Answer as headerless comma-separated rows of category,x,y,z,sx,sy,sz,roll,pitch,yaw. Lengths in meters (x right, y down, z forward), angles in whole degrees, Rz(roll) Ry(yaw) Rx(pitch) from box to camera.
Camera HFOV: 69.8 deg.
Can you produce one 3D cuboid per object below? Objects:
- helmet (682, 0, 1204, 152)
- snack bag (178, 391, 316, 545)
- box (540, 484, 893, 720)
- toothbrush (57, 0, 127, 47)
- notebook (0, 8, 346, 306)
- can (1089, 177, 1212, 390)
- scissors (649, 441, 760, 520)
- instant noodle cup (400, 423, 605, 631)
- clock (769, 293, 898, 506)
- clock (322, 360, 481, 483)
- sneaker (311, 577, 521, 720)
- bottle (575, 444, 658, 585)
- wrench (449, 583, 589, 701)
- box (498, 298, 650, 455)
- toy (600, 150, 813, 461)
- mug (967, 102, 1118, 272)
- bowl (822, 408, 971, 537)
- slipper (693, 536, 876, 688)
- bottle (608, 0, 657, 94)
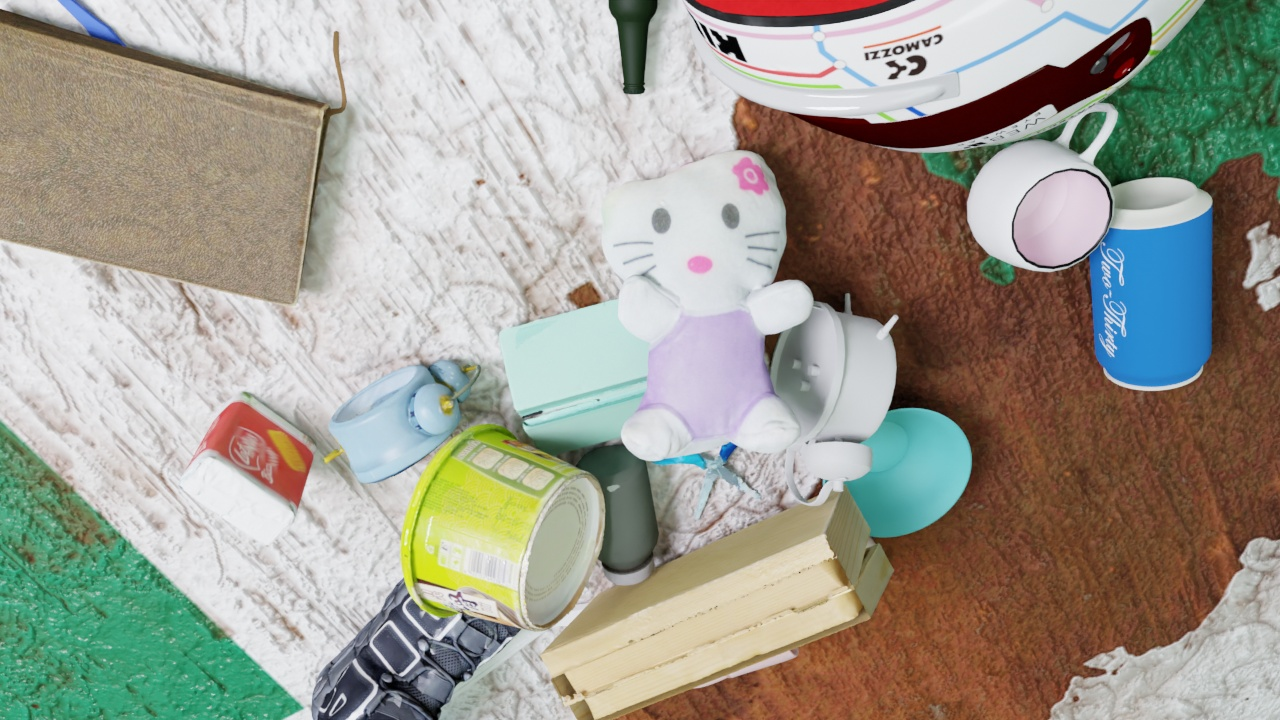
helmet,0.183,-0.232,0.498,0.315,0.231,0.236,-42,147,9
snack bag,-0.279,0.075,0.662,0.036,0.116,0.077,-44,113,7
box,0.062,0.196,0.712,0.250,0.128,0.092,-30,92,21
toothbrush,-0.325,-0.189,0.590,0.016,0.011,0.187,-35,117,10
notebook,-0.311,-0.143,0.589,0.215,0.034,0.190,15,118,-12
can,0.382,-0.057,0.688,0.079,0.078,0.146,-17,116,2
scissors,0.066,0.080,0.750,0.127,0.014,0.127,-41,120,16
instant noodle cup,-0.093,0.126,0.671,0.098,0.145,0.146,12,118,23
clock,0.135,0.031,0.686,0.061,0.120,0.159,10,103,-16
clock,-0.169,0.038,0.671,0.124,0.088,0.052,-26,109,9
sneaker,-0.180,0.259,0.741,0.253,0.150,0.097,-42,112,12
bottle,-0.017,0.126,0.745,0.060,0.060,0.108,-10,116,-1
wrench,-0.150,0.282,0.833,0.274,0.009,0.047,-38,114,12
box,-0.004,0.004,0.705,0.187,0.078,0.113,-17,145,3
toy,0.046,-0.037,0.625,0.138,0.085,0.209,-5,78,3
mug,0.288,-0.125,0.647,0.090,0.076,0.124,21,112,-15
bowl,0.203,0.082,0.754,0.121,0.046,0.121,-2,116,-5
slipper,0.110,0.217,0.805,0.222,0.055,0.107,-33,113,9
bottle,-0.005,-0.234,0.587,0.033,0.033,0.123,-3,116,-5
